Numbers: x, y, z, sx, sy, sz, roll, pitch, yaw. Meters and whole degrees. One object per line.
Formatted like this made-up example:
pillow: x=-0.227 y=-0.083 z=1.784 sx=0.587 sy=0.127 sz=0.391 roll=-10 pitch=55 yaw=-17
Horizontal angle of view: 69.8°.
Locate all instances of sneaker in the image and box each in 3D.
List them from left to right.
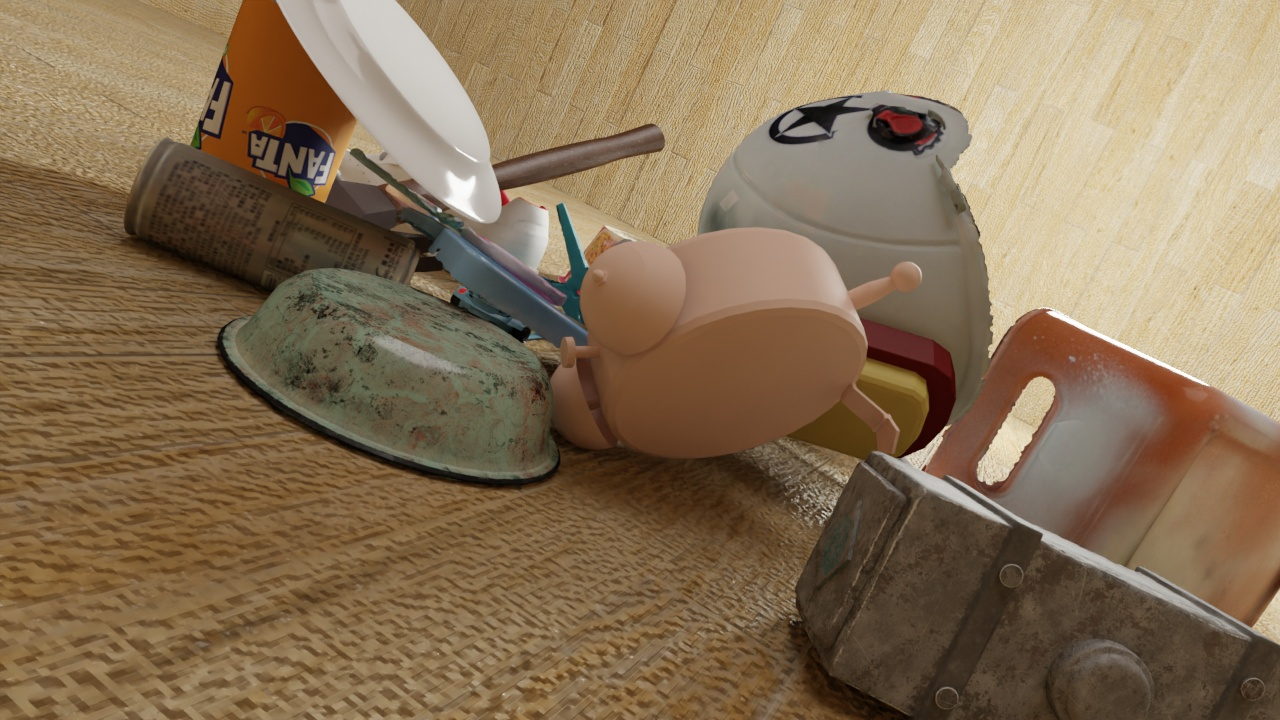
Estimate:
sneaker: x=-0.176 y=-0.150 z=0.803 sx=0.237 sy=0.104 sz=0.090 roll=30 pitch=11 yaw=25

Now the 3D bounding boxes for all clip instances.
clip: x=-0.060 y=-0.051 z=0.728 sx=0.120 sy=0.104 sz=0.027 roll=46 pitch=12 yaw=-3

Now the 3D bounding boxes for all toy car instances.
toy car: x=-0.092 y=-0.038 z=0.658 sx=0.060 sy=0.027 sz=0.107 roll=28 pitch=10 yaw=12

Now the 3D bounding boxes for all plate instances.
plate: x=-0.131 y=-0.160 z=0.510 sx=0.188 sy=0.016 sz=0.188 roll=53 pitch=14 yaw=-19

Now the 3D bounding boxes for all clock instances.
clock: x=0.041 y=0.004 z=0.445 sx=0.160 sy=0.131 sz=0.086 roll=5 pitch=53 yaw=-16

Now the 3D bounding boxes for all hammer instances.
hammer: x=-0.103 y=-0.147 z=0.729 sx=0.322 sy=0.033 sz=0.115 roll=-25 pitch=60 yaw=-37
hammer: x=0.154 y=0.097 z=0.462 sx=0.177 sy=0.079 sz=0.326 roll=25 pitch=5 yaw=-2

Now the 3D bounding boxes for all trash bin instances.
trash bin: x=0.372 y=0.094 z=0.689 sx=0.259 sy=0.182 sz=0.157 roll=20 pitch=13 yaw=-32

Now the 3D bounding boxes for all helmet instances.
helmet: x=0.127 y=-0.063 z=0.651 sx=0.163 sy=0.237 sz=0.263 roll=-8 pitch=38 yaw=-6

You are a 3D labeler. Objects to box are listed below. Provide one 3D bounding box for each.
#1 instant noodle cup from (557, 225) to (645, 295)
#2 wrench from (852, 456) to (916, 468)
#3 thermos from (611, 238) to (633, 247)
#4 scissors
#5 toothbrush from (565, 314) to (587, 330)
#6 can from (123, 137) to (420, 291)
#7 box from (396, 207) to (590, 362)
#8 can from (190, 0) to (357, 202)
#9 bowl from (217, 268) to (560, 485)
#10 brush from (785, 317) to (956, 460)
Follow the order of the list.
instant noodle cup: x=0.007 y=-0.085 z=0.997 sx=0.178 sy=0.078 sz=0.178 roll=25 pitch=10 yaw=-5
wrench: x=0.151 y=0.032 z=0.737 sx=0.066 sy=0.018 sz=0.273 roll=-22 pitch=42 yaw=-10
thermos: x=0.047 y=-0.039 z=0.875 sx=0.198 sy=0.083 sz=0.108 roll=23 pitch=-20 yaw=-28
scissors: x=-0.121 y=-0.085 z=0.568 sx=0.173 sy=0.013 sz=0.170 roll=32 pitch=-1 yaw=43
toothbrush: x=-0.004 y=0.004 z=0.692 sx=0.167 sy=0.016 sz=0.016 roll=29 pitch=10 yaw=16
can: x=-0.187 y=-0.063 z=0.477 sx=0.135 sy=0.054 sz=0.054 roll=22 pitch=11 yaw=-16
box: x=-0.047 y=-0.021 z=0.550 sx=0.209 sy=0.021 sz=0.125 roll=37 pitch=2 yaw=-36
can: x=-0.213 y=-0.137 z=0.538 sx=0.079 sy=0.142 sz=0.079 roll=25 pitch=10 yaw=-5
bowl: x=-0.101 y=-0.001 z=0.411 sx=0.157 sy=0.038 sz=0.157 roll=25 pitch=10 yaw=-5
brush: x=0.099 y=0.012 z=0.548 sx=0.173 sy=0.082 sz=0.041 roll=17 pitch=43 yaw=2
